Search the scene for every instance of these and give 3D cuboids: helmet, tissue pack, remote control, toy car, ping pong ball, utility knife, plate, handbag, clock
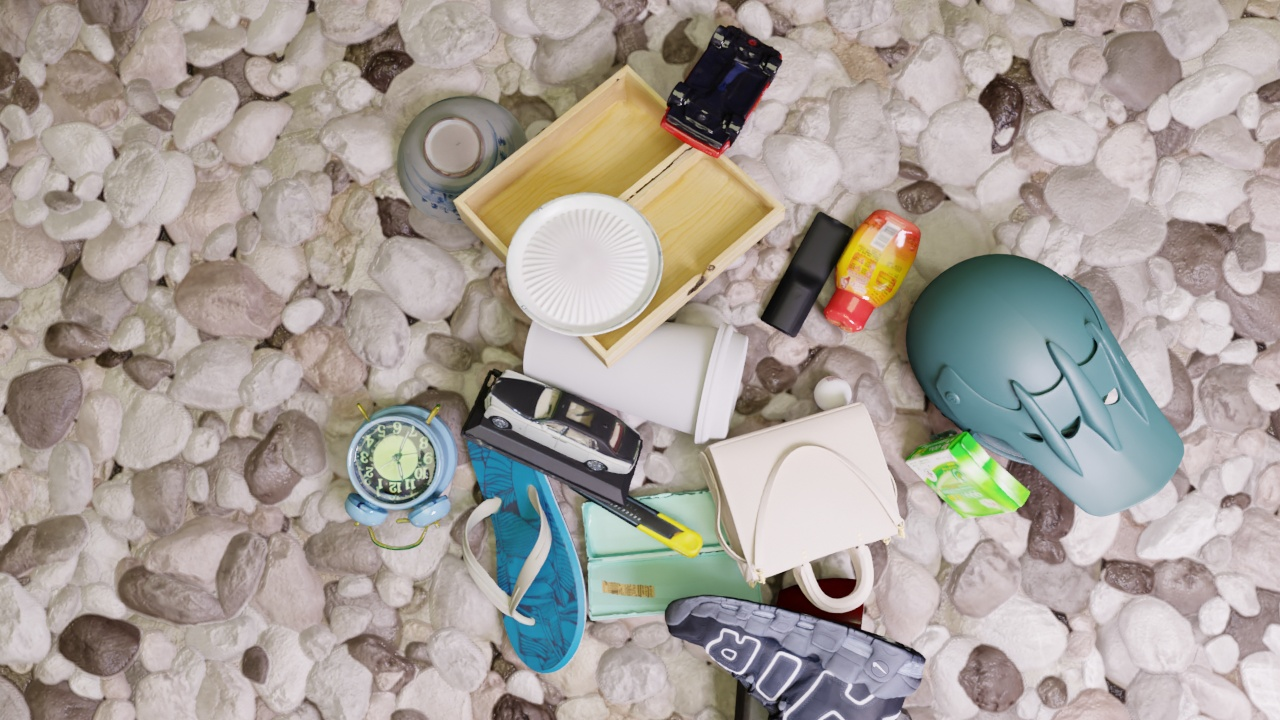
[{"bbox_3d":[0.395,0.017,0.927,0.176,0.200,0.275,-38,88,-1],"label":"helmet"},{"bbox_3d":[0.342,0.122,0.971,0.099,0.114,0.034,45,73,2],"label":"tissue pack"},{"bbox_3d":[0.186,-0.096,1.024,0.045,0.021,0.140,29,87,0],"label":"remote control"},{"bbox_3d":[0.089,-0.291,0.985,0.081,0.056,0.188,29,56,2],"label":"toy car"},{"bbox_3d":[-0.079,0.069,0.961,0.191,0.071,0.093,26,50,-9],"label":"toy car"},{"bbox_3d":[0.211,0.037,1.008,0.040,0.040,0.040,0,87,0],"label":"ping pong ball"},{"bbox_3d":[-0.012,0.162,0.991,0.172,0.020,0.028,27,69,13],"label":"utility knife"},{"bbox_3d":[-0.056,-0.096,0.917,0.157,0.014,0.156,-1,71,3],"label":"plate"},{"bbox_3d":[0.176,0.164,0.954,0.194,0.101,0.197,-16,75,-9],"label":"handbag"},{"bbox_3d":[0.199,0.422,0.961,0.199,0.102,0.197,4,88,1],"label":"handbag"},{"bbox_3d":[-0.262,0.125,1.001,0.118,0.060,0.162,-2,92,-1],"label":"clock"}]

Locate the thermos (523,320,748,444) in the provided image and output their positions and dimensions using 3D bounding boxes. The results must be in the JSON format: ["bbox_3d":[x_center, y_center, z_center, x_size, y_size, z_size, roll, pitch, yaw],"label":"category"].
[{"bbox_3d":[-0.006,0.006,0.977,0.222,0.131,0.131,13,88,9],"label":"thermos"}]

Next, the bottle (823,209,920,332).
[{"bbox_3d":[0.251,-0.095,1.009,0.071,0.048,0.134,30,88,2],"label":"bottle"}]

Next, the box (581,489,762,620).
[{"bbox_3d":[0.033,0.210,1.000,0.187,0.052,0.138,-4,74,1],"label":"box"}]

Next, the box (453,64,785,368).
[{"bbox_3d":[-0.024,-0.157,0.966,0.246,0.068,0.253,-41,68,-10],"label":"box"}]

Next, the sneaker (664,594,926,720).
[{"bbox_3d":[0.136,0.319,0.892,0.253,0.097,0.150,11,79,16],"label":"sneaker"}]

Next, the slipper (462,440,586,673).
[{"bbox_3d":[-0.132,0.192,0.979,0.118,0.060,0.295,-18,85,25],"label":"slipper"}]

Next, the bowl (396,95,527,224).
[{"bbox_3d":[-0.201,-0.229,1.016,0.151,0.057,0.150,0,87,0],"label":"bowl"}]

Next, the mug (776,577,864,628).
[{"bbox_3d":[0.188,0.282,0.972,0.088,0.087,0.113,6,45,14],"label":"mug"}]
